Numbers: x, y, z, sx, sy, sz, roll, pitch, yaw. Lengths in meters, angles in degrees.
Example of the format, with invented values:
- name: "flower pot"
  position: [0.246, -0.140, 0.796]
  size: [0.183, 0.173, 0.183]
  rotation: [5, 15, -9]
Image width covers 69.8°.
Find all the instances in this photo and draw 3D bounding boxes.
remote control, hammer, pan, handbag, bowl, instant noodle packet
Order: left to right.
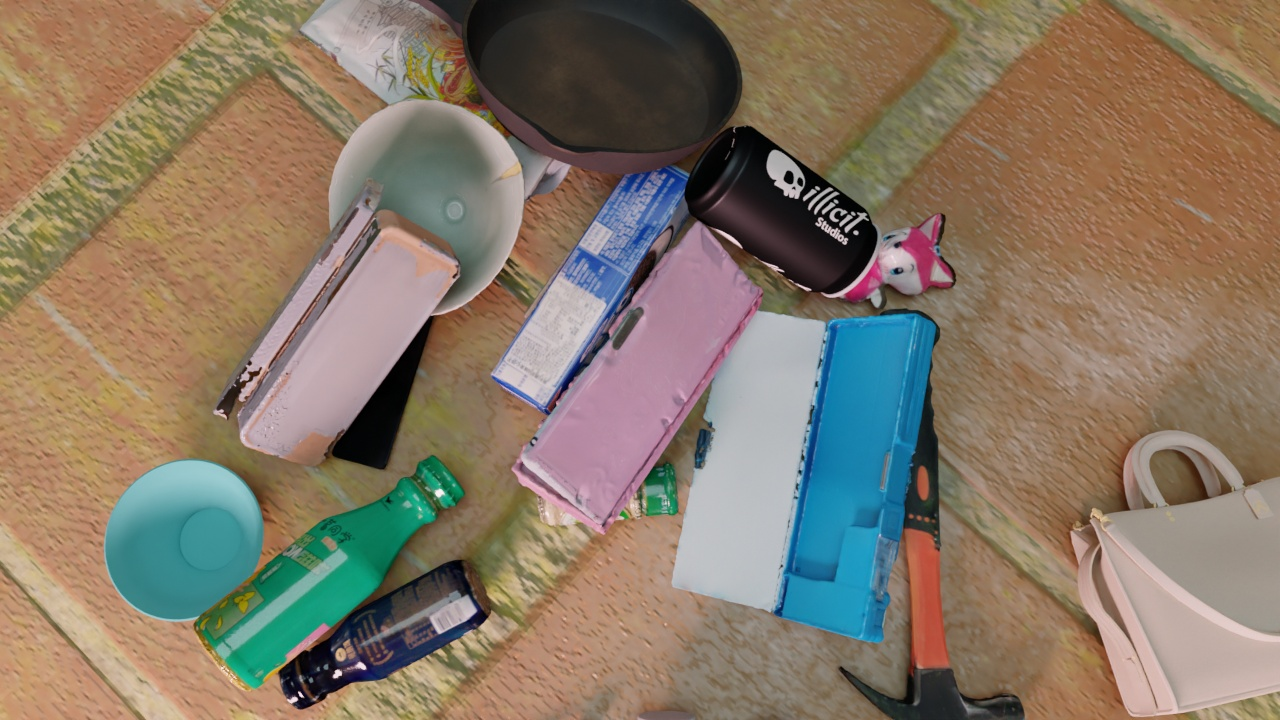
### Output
- name: "bowl"
  position: [-0.348, 0.140, 0.720]
  size: [0.121, 0.046, 0.121]
  rotation: [0, 79, 1]
- name: "remote control"
  position: [-0.212, 0.017, 0.756]
  size: [0.045, 0.021, 0.140]
  rotation: [15, 78, 2]
- name: "bowl"
  position: [-0.163, -0.122, 0.752]
  size: [0.174, 0.067, 0.174]
  rotation: [1, 94, 17]
- name: "instant noodle packet"
  position: [-0.154, -0.257, 0.790]
  size: [0.269, 0.057, 0.146]
  rotation: [41, 75, 10]
- name: "pan"
  position: [-0.093, -0.257, 0.747]
  size: [0.356, 0.043, 0.248]
  rotation: [19, 54, -3]
- name: "hammer"
  position: [0.221, 0.120, 0.728]
  size: [0.133, 0.033, 0.332]
  rotation: [0, 78, 2]
- name: "handbag"
  position: [0.428, 0.148, 0.694]
  size: [0.194, 0.101, 0.197]
  rotation: [-12, 67, -2]

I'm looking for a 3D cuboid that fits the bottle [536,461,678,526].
- name: "bottle"
  position: [-0.026, 0.106, 0.725]
  size: [0.110, 0.043, 0.042]
  rotation: [-6, 79, 0]

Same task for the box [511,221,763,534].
- name: "box"
  position: [-0.003, 0.004, 0.691]
  size: [0.099, 0.099, 0.232]
  rotation: [29, 71, 23]

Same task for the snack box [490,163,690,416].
- name: "snack box"
  position: [-0.034, -0.062, 0.750]
  size: [0.059, 0.059, 0.226]
  rotation: [31, 80, 9]

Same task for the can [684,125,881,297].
- name: "can"
  position: [0.112, -0.115, 0.722]
  size: [0.146, 0.080, 0.080]
  rotation: [30, 80, -21]

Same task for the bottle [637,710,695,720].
- name: "bottle"
  position: [0.019, 0.318, 0.675]
  size: [0.060, 0.060, 0.108]
  rotation: [0, 79, 1]

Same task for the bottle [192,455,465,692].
- name: "bottle"
  position: [-0.227, 0.153, 0.696]
  size: [0.209, 0.068, 0.068]
  rotation: [-40, 81, -19]

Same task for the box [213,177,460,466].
- name: "box"
  position: [-0.234, -0.023, 0.714]
  size: [0.107, 0.094, 0.216]
  rotation: [36, 103, -13]

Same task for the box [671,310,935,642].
- name: "box"
  position: [0.132, 0.081, 0.728]
  size: [0.175, 0.063, 0.243]
  rotation: [6, 78, 32]

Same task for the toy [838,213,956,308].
- name: "toy"
  position: [0.211, -0.080, 0.757]
  size: [0.102, 0.050, 0.065]
  rotation: [-17, 84, 3]

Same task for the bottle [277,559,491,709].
- name: "bottle"
  position: [-0.195, 0.210, 0.700]
  size: [0.160, 0.056, 0.056]
  rotation: [-27, 80, -5]
